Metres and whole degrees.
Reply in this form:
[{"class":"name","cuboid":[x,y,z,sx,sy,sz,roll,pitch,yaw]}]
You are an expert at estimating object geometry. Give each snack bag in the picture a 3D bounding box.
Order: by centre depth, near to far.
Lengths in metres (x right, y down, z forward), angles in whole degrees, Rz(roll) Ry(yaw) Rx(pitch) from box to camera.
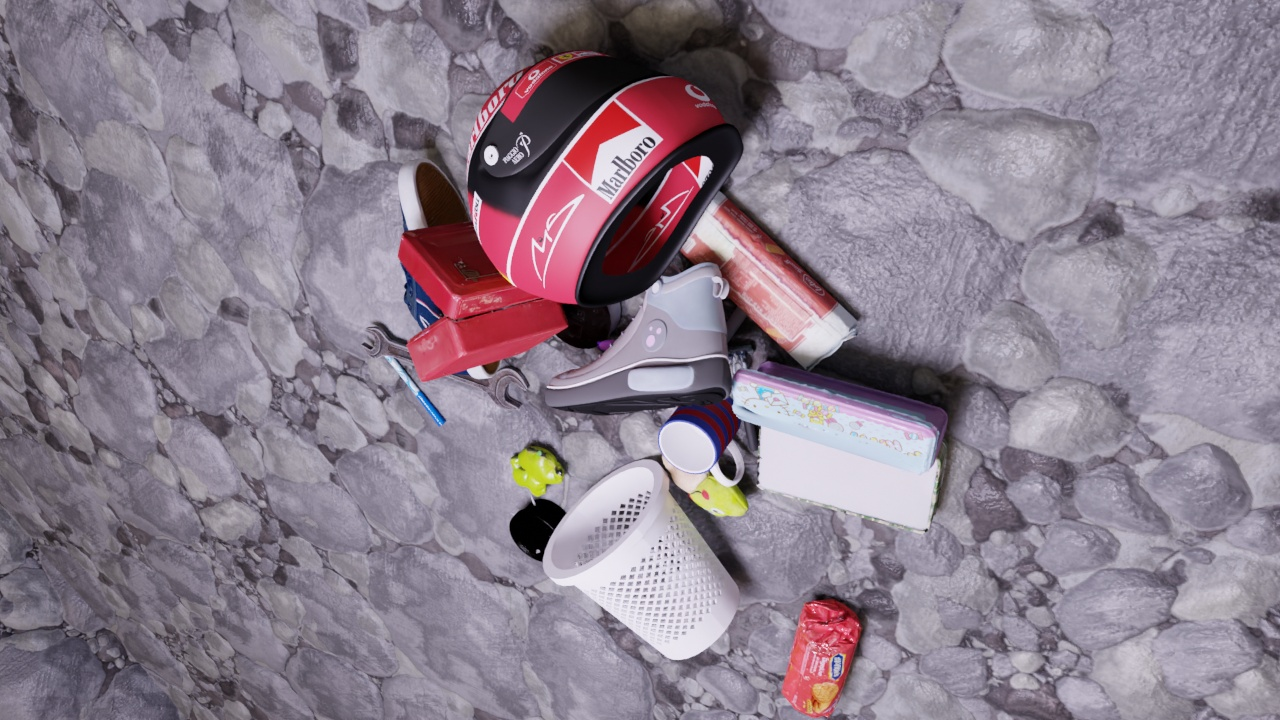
[{"class":"snack bag","cuboid":[0.124,-0.089,0.967,0.225,0.041,0.078,42,132,-1]},{"class":"snack bag","cuboid":[0.230,0.384,1.182,0.082,0.082,0.177,19,126,20]}]

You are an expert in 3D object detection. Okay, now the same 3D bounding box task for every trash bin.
[{"class":"trash bin","cuboid":[0.014,0.267,1.178,0.196,0.194,0.199,-26,113,39]}]

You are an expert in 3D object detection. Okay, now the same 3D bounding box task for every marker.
[{"class":"marker","cuboid":[0.087,-0.015,1.051,0.016,0.016,0.141,37,131,5]},{"class":"marker","cuboid":[-0.333,0.038,1.338,0.013,0.013,0.142,-29,101,40]}]

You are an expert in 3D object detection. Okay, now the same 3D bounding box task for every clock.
[{"class":"clock","cuboid":[-0.068,-0.072,1.095,0.094,0.035,0.123,26,128,15]},{"class":"clock","cuboid":[-0.134,0.255,1.339,0.120,0.042,0.091,44,131,-1]}]

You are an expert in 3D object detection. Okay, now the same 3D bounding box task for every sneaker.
[{"class":"sneaker","cuboid":[-0.007,-0.024,1.009,0.257,0.093,0.160,-6,78,44]},{"class":"sneaker","cuboid":[-0.267,-0.108,1.147,0.127,0.120,0.295,0,123,17]}]

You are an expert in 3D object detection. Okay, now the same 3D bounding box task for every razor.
[{"class":"razor","cuboid":[0.121,0.047,1.062,0.043,0.022,0.144,-8,120,12]}]

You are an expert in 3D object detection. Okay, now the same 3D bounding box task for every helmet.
[{"class":"helmet","cuboid":[-0.058,-0.189,0.901,0.224,0.197,0.272,48,125,19]}]

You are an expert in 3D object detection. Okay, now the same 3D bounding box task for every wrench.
[{"class":"wrench","cuboid":[-0.276,0.008,1.278,0.273,0.010,0.070,18,124,18]}]

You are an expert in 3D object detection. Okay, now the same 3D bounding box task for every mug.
[{"class":"mug","cuboid":[0.083,0.096,1.084,0.112,0.076,0.075,47,131,-4]}]

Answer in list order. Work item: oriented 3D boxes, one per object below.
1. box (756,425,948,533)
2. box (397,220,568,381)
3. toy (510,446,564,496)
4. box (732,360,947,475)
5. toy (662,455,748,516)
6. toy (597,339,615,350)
[{"class":"box","cuboid":[0.232,0.115,1.028,0.206,0.049,0.118,12,127,24]},{"class":"box","cuboid":[-0.184,-0.053,1.062,0.152,0.157,0.166,44,132,32]},{"class":"toy","cuboid":[-0.146,0.154,1.288,0.094,0.036,0.094,27,135,22]},{"class":"box","cuboid":[0.204,0.043,0.949,0.214,0.089,0.093,16,150,23]},{"class":"toy","cuboid":[0.076,0.151,1.130,0.118,0.043,0.092,41,162,-8]},{"class":"toy","cuboid":[-0.007,0.007,1.096,0.106,0.055,0.088,43,129,-16]}]
